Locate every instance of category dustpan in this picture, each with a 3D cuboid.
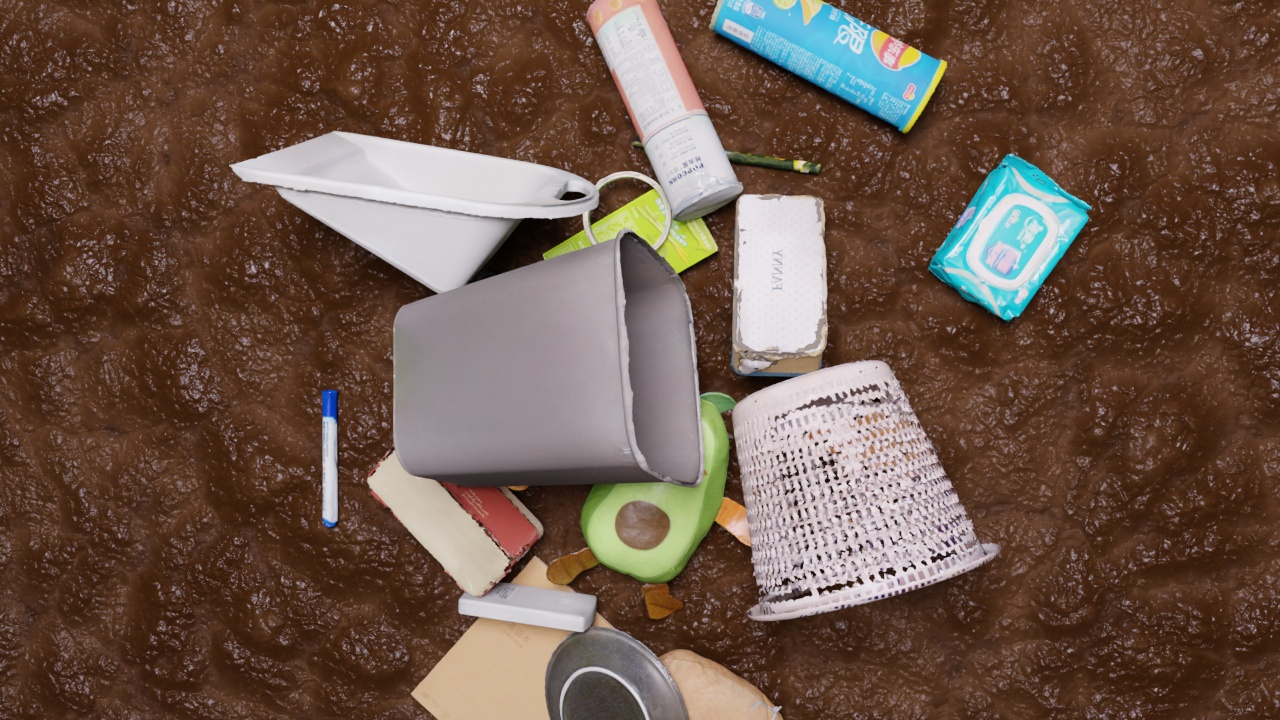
[{"bbox_3d":[-0.179,-0.170,0.834,0.257,0.222,0.143,36,110,-9],"label":"dustpan"}]

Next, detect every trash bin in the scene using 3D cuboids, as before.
[{"bbox_3d":[0.180,0.111,0.829,0.227,0.227,0.192,-17,80,8],"label":"trash bin"},{"bbox_3d":[-0.076,0.016,0.787,0.220,0.199,0.198,-8,75,18],"label":"trash bin"}]

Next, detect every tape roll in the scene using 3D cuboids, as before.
[{"bbox_3d":[-0.012,-0.139,0.888,0.086,0.014,0.086,1,94,7],"label":"tape roll"}]

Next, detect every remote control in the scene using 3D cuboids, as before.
[{"bbox_3d":[-0.113,0.249,0.931,0.135,0.056,0.019,5,100,10],"label":"remote control"}]

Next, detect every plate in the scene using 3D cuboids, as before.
[{"bbox_3d":[-0.030,0.354,0.906,0.180,0.024,0.179,6,101,33],"label":"plate"}]

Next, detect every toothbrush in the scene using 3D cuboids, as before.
[{"bbox_3d":[0.084,-0.204,0.899,0.186,0.012,0.017,10,85,6],"label":"toothbrush"}]

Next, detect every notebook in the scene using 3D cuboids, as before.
[{"bbox_3d":[-0.125,0.332,0.974,0.149,0.012,0.211,42,98,3],"label":"notebook"}]

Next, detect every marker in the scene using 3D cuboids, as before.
[{"bbox_3d":[-0.329,0.104,0.973,0.017,0.017,0.146,2,95,6],"label":"marker"}]

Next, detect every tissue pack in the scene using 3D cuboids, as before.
[{"bbox_3d":[0.344,-0.114,0.858,0.093,0.050,0.133,32,98,3],"label":"tissue pack"}]

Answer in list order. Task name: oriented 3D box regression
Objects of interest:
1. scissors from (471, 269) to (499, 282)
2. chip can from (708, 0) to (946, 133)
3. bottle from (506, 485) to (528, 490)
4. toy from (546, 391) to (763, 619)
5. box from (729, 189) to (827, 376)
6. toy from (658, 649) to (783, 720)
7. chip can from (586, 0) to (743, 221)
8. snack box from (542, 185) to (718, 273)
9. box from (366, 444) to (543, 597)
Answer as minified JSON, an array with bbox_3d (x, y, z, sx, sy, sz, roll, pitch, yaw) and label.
[{"bbox_3d":[-0.135,-0.008,0.942,0.147,0.014,0.172,-30,92,10],"label":"scissors"},{"bbox_3d":[0.172,-0.291,0.851,0.210,0.071,0.071,29,98,4],"label":"chip can"},{"bbox_3d":[-0.109,0.079,0.923,0.063,0.063,0.109,29,112,3],"label":"bottle"},{"bbox_3d":[0.013,0.140,0.901,0.227,0.090,0.247,21,101,-5],"label":"toy"},{"bbox_3d":[0.127,-0.077,0.850,0.090,0.061,0.184,3,65,7],"label":"box"},{"bbox_3d":[0.087,0.387,0.924,0.226,0.082,0.144,43,119,-1],"label":"toy"},{"bbox_3d":[0.021,-0.242,0.859,0.071,0.071,0.214,-24,84,8],"label":"chip can"},{"bbox_3d":[-0.010,-0.107,0.911,0.156,0.026,0.086,-30,91,9],"label":"snack box"},{"bbox_3d":[-0.191,0.151,0.916,0.168,0.080,0.092,46,124,1],"label":"box"}]
